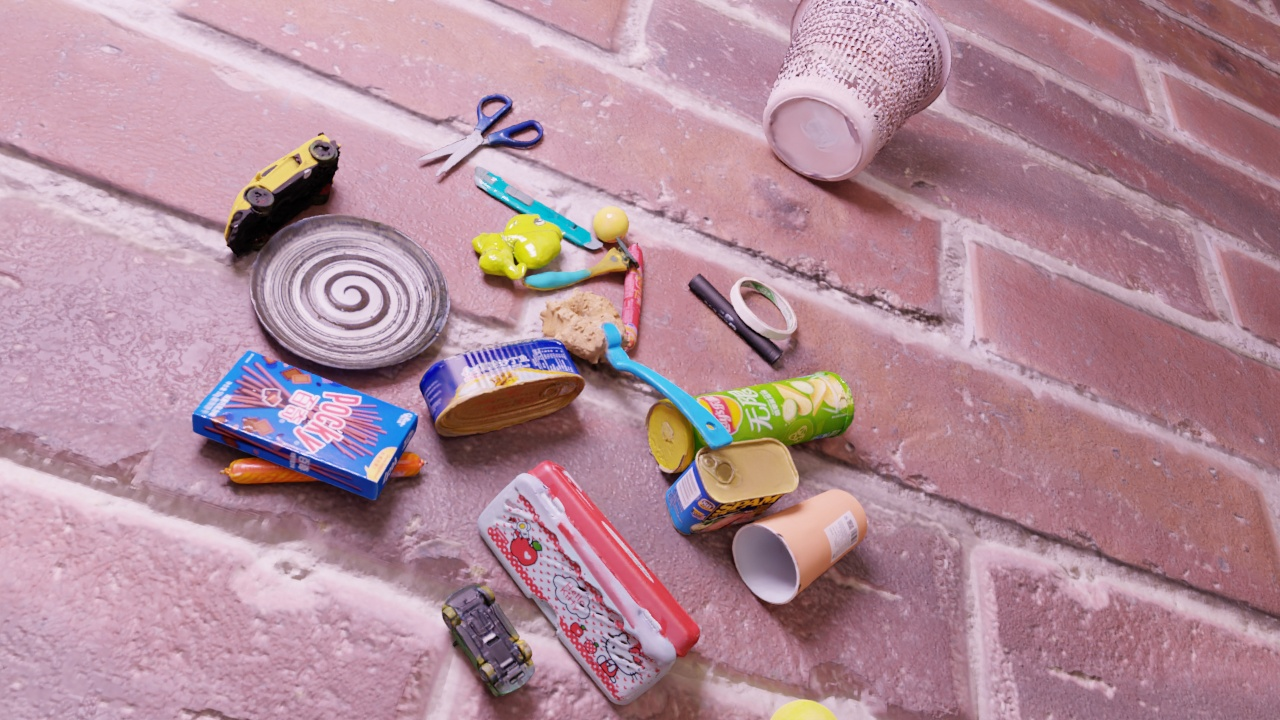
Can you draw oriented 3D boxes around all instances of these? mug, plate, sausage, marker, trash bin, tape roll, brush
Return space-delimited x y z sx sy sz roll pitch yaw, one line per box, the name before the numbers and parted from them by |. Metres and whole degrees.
mug | 0.157 0.170 0.870 0.122 0.078 0.078 -20 68 -38
plate | -0.270 -0.062 0.860 0.179 0.024 0.179 11 54 -16
sausage | -0.009 -0.069 0.989 0.020 0.020 0.155 15 53 -15
sausage | -0.259 0.089 0.762 0.165 0.022 0.021 1 58 -25
marker | 0.106 -0.047 1.027 0.132 0.020 0.022 44 61 8
trash bin | 0.265 -0.351 1.201 0.227 0.228 0.191 33 63 -1
tape roll | 0.140 -0.059 1.041 0.085 0.014 0.085 25 38 -21
brush | -0.005 0.005 0.872 0.083 0.046 0.255 -13 40 -40

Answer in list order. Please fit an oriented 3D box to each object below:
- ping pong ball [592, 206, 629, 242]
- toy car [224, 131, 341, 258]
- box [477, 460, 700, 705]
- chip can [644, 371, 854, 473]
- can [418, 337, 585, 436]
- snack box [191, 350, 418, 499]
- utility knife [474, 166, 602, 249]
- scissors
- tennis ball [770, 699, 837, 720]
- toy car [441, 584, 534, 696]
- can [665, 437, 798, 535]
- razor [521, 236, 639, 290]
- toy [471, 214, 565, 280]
ping pong ball | -0.033 -0.151 1.019 0.040 0.040 0.040 12 54 -17
toy car | -0.337 -0.158 0.862 0.041 0.071 0.155 35 51 -1
box | -0.050 0.187 0.771 0.098 0.095 0.201 -41 77 -3
chip can | 0.116 0.059 0.926 0.220 0.073 0.072 -9 63 -29
can | -0.125 0.023 0.837 0.147 0.075 0.049 -13 61 -32
snack box | -0.273 0.051 0.757 0.157 0.026 0.084 21 40 -2
utility knife | -0.114 -0.167 1.010 0.164 0.013 0.029 30 54 -3
scissors | -0.187 -0.258 1.037 0.170 0.012 0.141 -7 61 -31
tennis ball | 0.137 0.317 0.763 0.065 0.066 0.065 12 54 -17
toy car | -0.122 0.221 0.726 0.043 0.036 0.091 -26 73 -35
can | 0.083 0.120 0.861 0.102 0.083 0.057 -5 60 -27
razor | -0.066 -0.095 0.972 0.132 0.028 0.043 -20 62 -27
toy | -0.125 -0.119 0.959 0.100 0.031 0.096 -8 51 -20
